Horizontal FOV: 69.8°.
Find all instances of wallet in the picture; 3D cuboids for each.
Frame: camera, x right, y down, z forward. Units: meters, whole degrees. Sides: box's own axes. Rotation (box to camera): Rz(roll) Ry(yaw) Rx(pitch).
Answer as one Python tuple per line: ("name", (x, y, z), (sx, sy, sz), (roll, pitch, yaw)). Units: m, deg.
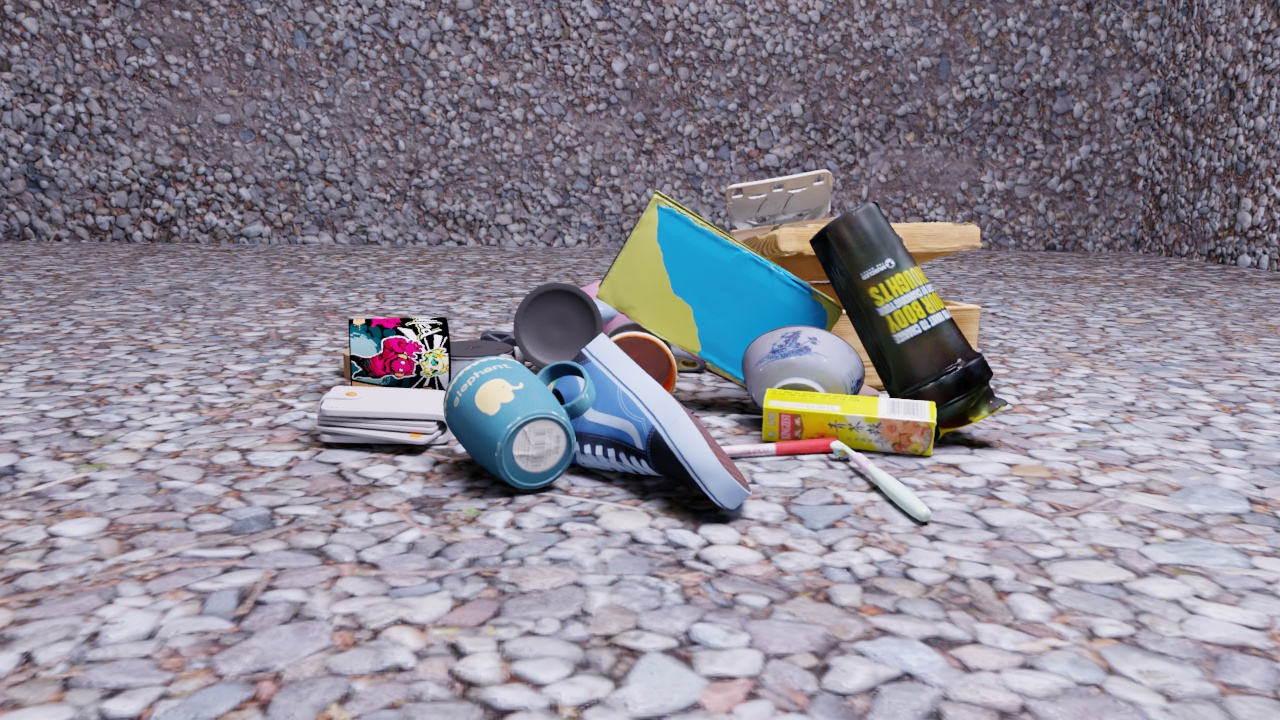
("wallet", (-0.223, 0.052, 0.807), (0.118, 0.037, 0.115), (3, 11, -11))

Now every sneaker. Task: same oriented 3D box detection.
("sneaker", (-0.005, 0.068, 0.726), (0.083, 0.098, 0.241), (45, -2, -36))

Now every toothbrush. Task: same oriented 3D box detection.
("toothbrush", (0.183, 0.091, 0.708), (0.022, 0.015, 0.154), (31, 5, -16))

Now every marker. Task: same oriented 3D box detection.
("marker", (0.102, 0.075, 0.782), (0.142, 0.013, 0.013), (-2, 12, -15))

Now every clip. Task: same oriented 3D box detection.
("clip", (0.169, -0.157, 1.102), (0.126, 0.101, 0.152), (-5, -32, 8))

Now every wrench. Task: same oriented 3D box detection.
("wrench", (-0.056, -0.013, 1.098), (0.273, 0.073, 0.022), (7, 37, -1))

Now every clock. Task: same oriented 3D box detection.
("clock", (-0.182, 0.003, 1.049), (0.123, 0.035, 0.094), (4, 12, 8))

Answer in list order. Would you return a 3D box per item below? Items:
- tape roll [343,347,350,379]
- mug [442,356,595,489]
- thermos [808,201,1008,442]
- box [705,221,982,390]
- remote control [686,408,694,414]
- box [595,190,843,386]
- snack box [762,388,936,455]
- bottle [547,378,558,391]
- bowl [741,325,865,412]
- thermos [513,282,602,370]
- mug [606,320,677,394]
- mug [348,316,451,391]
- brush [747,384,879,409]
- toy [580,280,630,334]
("tape roll", (-0.293, 0.002, 1.056), (0.094, 0.027, 0.094), (1, 12, 0))
("mug", (-0.087, 0.042, 0.714), (0.112, 0.084, 0.104), (-36, 31, -12))
("thermos", (0.239, -0.034, 0.847), (0.098, 0.221, 0.098), (-29, -7, -4))
("box", (0.221, -0.077, 1.116), (0.278, 0.192, 0.251), (-5, 11, -21))
("remote control", (-0.012, 0.058, 0.844), (0.136, 0.015, 0.032), (-7, 14, -34))
("box", (0.078, -0.061, 0.916), (0.221, 0.124, 0.079), (28, 13, -6))
("snack box", (0.182, 0.054, 0.808), (0.148, 0.040, 0.028), (4, 37, 14))
("bottle", (-0.109, 0.036, 0.880), (0.111, 0.043, 0.043), (-3, 13, -17))
("bowl", (0.147, 0.025, 0.848), (0.114, 0.114, 0.045), (4, 43, 14))
("thermos", (-0.086, -0.028, 0.978), (0.086, 0.086, 0.198), (0, -2, -4))
("mug", (-0.006, 0.005, 0.938), (0.082, 0.082, 0.105), (1, 11, 0))
("mug", (-0.255, -0.011, 0.967), (0.098, 0.082, 0.118), (-2, 27, -17))
("brush", (0.177, 0.043, 0.952), (0.135, 0.015, 0.050), (-7, 12, -11))
("toy", (0.002, -0.073, 1.275), (0.221, 0.120, 0.171), (-8, 5, -42))
